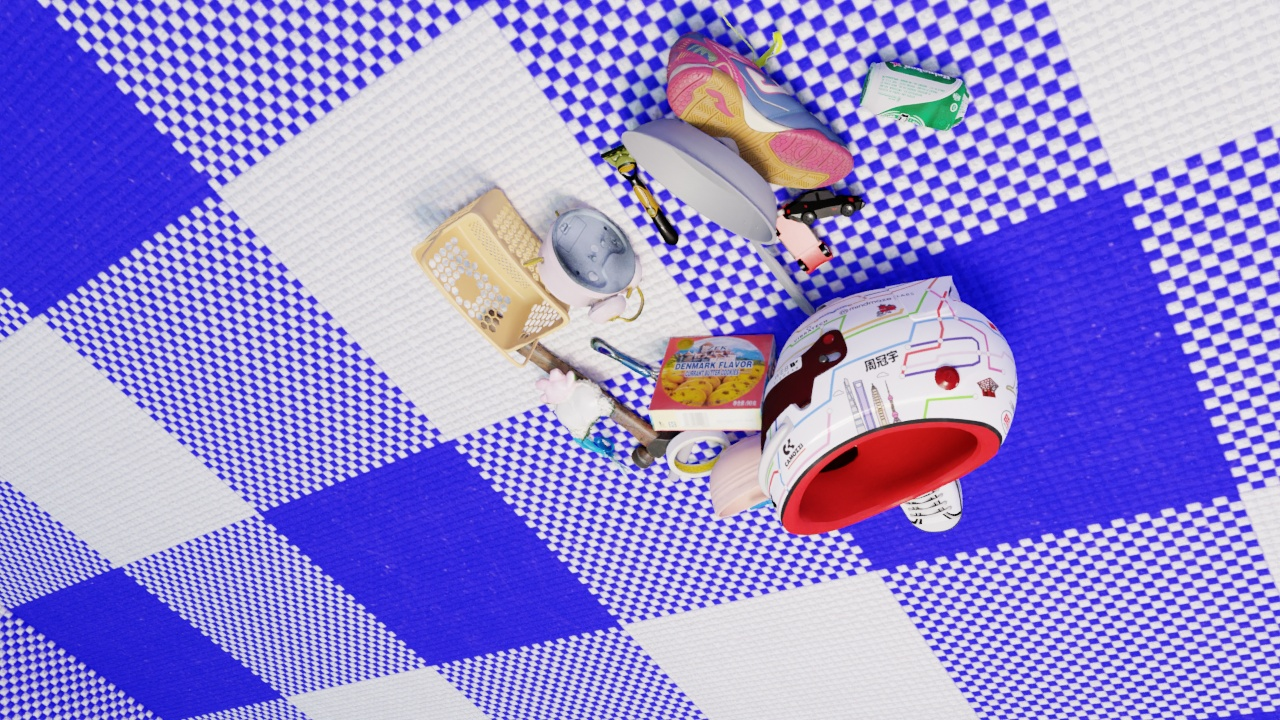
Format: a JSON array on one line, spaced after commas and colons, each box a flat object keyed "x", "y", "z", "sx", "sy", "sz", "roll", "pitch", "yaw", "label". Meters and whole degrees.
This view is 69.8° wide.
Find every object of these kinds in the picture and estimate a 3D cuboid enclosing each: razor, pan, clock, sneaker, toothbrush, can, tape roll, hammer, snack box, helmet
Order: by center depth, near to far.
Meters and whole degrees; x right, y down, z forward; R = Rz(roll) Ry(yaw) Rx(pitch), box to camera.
[{"x": 0.278, "y": -0.269, "z": 0.932, "sx": 0.101, "sy": 0.053, "sz": 0.053, "roll": 15, "pitch": 131, "yaw": 3, "label": "can"}, {"x": 0.133, "y": -0.269, "z": 0.969, "sx": 0.241, "sy": 0.091, "sz": 0.117, "roll": 24, "pitch": 140, "yaw": -30, "label": "sneaker"}, {"x": 0.117, "y": -0.157, "z": 1.042, "sx": 0.356, "sy": 0.201, "sz": 0.051, "roll": 36, "pitch": 88, "yaw": -39, "label": "pan"}, {"x": 0.267, "y": 0.039, "z": 1.067, "sx": 0.315, "sy": 0.235, "sz": 0.231, "roll": -27, "pitch": 140, "yaw": 14, "label": "helmet"}, {"x": 0.007, "y": -0.195, "z": 1.096, "sx": 0.044, "sy": 0.021, "sz": 0.144, "roll": -18, "pitch": 124, "yaw": 28, "label": "razor"}, {"x": -0.055, "y": -0.110, "z": 1.123, "sx": 0.158, "sy": 0.116, "sz": 0.059, "roll": 37, "pitch": 140, "yaw": -15, "label": "clock"}, {"x": 0.095, "y": 0.027, "z": 1.171, "sx": 0.143, "sy": 0.144, "sz": 0.040, "roll": -2, "pitch": 131, "yaw": 18, "label": "snack box"}, {"x": 0.366, "y": 0.158, "z": 1.232, "sx": 0.091, "sy": 0.097, "sz": 0.245, "roll": -15, "pitch": 122, "yaw": 26, "label": "sneaker"}, {"x": -0.008, "y": 0.007, "z": 1.268, "sx": 0.141, "sy": 0.018, "sz": 0.044, "roll": 26, "pitch": 131, "yaw": -6, "label": "razor"}, {"x": -0.082, "y": 0.030, "z": 1.304, "sx": 0.330, "sy": 0.033, "sz": 0.120, "roll": 36, "pitch": 125, "yaw": -14, "label": "hammer"}, {"x": 0.084, "y": 0.133, "z": 1.323, "sx": 0.094, "sy": 0.019, "sz": 0.094, "roll": -6, "pitch": 136, "yaw": -6, "label": "tape roll"}, {"x": 0.073, "y": 0.110, "z": 1.328, "sx": 0.018, "sy": 0.019, "sz": 0.188, "roll": 23, "pitch": 131, "yaw": 5, "label": "toothbrush"}]

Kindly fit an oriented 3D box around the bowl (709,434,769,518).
[{"x": 0.156, "y": 0.152, "z": 1.281, "sx": 0.153, "sy": 0.152, "sz": 0.076, "roll": -42, "pitch": 67, "yaw": 38, "label": "bowl"}]

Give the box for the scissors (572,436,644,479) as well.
[{"x": -0.044, "y": 0.142, "z": 1.366, "sx": 0.129, "sy": 0.014, "sz": 0.119, "roll": 36, "pitch": 158, "yaw": -3, "label": "scissors"}]

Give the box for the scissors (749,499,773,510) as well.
[{"x": 0.213, "y": 0.191, "z": 1.327, "sx": 0.125, "sy": 0.013, "sz": 0.130, "roll": -19, "pitch": 156, "yaw": -10, "label": "scissors"}]

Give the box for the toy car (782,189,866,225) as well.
[{"x": 0.206, "y": -0.175, "z": 1.031, "sx": 0.092, "sy": 0.042, "sz": 0.036, "roll": -12, "pitch": 102, "yaw": 2, "label": "toy car"}]

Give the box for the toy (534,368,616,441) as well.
[{"x": -0.094, "y": 0.053, "z": 1.279, "sx": 0.109, "sy": 0.041, "sz": 0.096, "roll": 42, "pitch": 122, "yaw": -9, "label": "toy"}]

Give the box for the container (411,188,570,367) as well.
[{"x": -0.185, "y": -0.096, "z": 1.135, "sx": 0.129, "sy": 0.166, "sz": 0.183, "roll": -25, "pitch": 119, "yaw": 31, "label": "container"}]

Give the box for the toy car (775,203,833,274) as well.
[{"x": 0.188, "y": -0.143, "z": 1.081, "sx": 0.038, "sy": 0.025, "sz": 0.089, "roll": -34, "pitch": 105, "yaw": 26, "label": "toy car"}]
